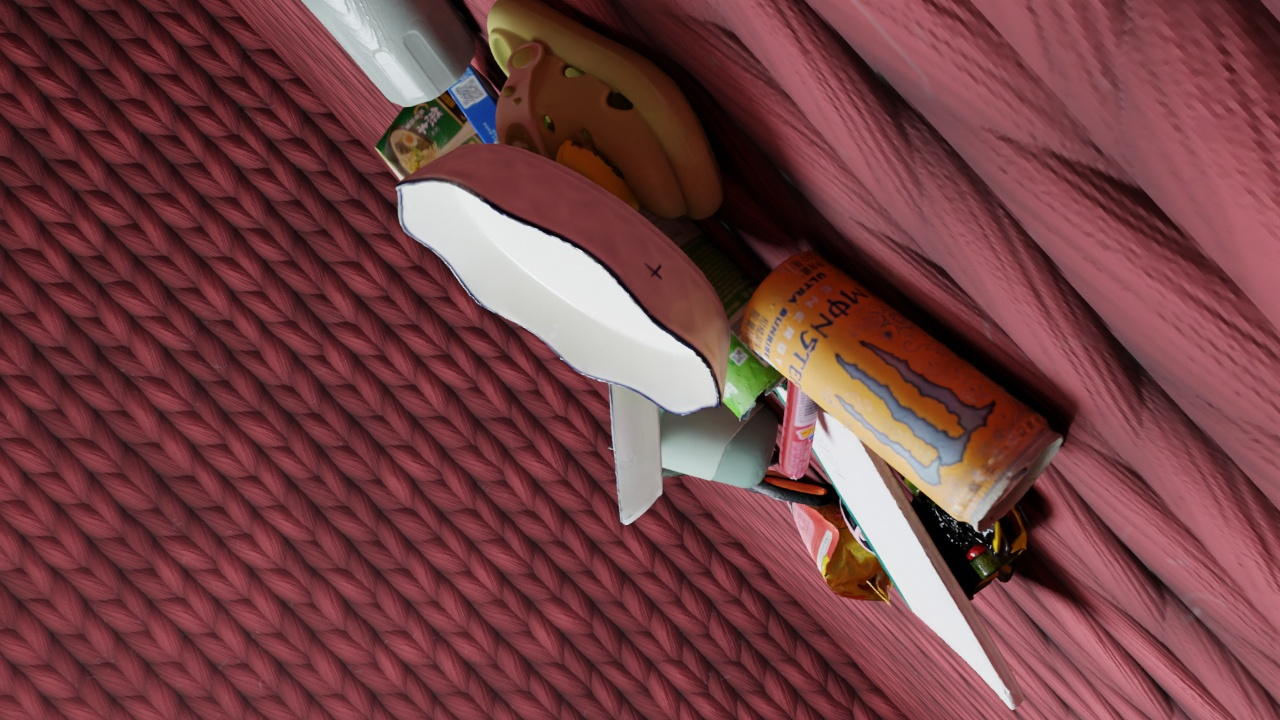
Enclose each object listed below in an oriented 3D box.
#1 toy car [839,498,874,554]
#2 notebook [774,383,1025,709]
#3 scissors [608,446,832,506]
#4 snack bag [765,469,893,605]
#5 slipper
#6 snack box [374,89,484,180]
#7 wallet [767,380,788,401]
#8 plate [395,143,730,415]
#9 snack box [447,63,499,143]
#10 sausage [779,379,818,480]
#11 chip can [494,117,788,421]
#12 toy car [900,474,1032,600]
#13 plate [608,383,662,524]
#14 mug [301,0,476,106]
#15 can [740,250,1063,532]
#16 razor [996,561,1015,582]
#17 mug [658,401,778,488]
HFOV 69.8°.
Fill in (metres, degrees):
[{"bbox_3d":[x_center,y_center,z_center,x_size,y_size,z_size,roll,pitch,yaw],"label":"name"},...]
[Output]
[{"bbox_3d":[0.174,0.114,0.720,0.122,0.037,0.056,52,-169,-34],"label":"toy car"},{"bbox_3d":[0.160,0.110,0.598,0.209,0.012,0.150,57,177,-12],"label":"notebook"},{"bbox_3d":[0.084,0.109,0.922,0.221,0.022,0.223,16,-167,10],"label":"scissors"},{"bbox_3d":[0.197,0.185,0.977,0.128,0.073,0.208,52,178,-10],"label":"snack bag"},{"bbox_3d":[-0.035,-0.123,0.486,0.190,0.081,0.091,45,177,34],"label":"slipper"},{"bbox_3d":[-0.169,-0.187,0.829,0.117,0.105,0.118,45,173,14],"label":"snack box"},{"bbox_3d":[0.108,0.014,0.671,0.096,0.020,0.122,48,175,19],"label":"wallet"},{"bbox_3d":[-0.037,-0.043,0.497,0.205,0.045,0.205,30,166,8],"label":"plate"},{"bbox_3d":[-0.094,-0.157,0.716,0.157,0.026,0.084,55,-174,-3],"label":"snack box"},{"bbox_3d":[0.095,0.015,0.531,0.020,0.020,0.156,41,146,39],"label":"sausage"},{"bbox_3d":[0.007,-0.067,0.586,0.236,0.072,0.072,45,174,7],"label":"chip can"},{"bbox_3d":[0.189,0.097,0.542,0.071,0.041,0.156,55,175,26],"label":"toy car"},{"bbox_3d":[-0.004,0.004,0.724,0.161,0.034,0.266,-89,-5,-64],"label":"plate"},{"bbox_3d":[-0.178,-0.256,0.647,0.103,0.084,0.123,52,-162,-50],"label":"mug"},{"bbox_3d":[0.115,0.010,0.425,0.146,0.058,0.058,43,173,29],"label":"can"},{"bbox_3d":[0.213,0.125,0.656,0.043,0.028,0.132,44,176,-10],"label":"razor"},{"bbox_3d":[0.069,0.058,0.858,0.106,0.111,0.082,15,140,-1],"label":"mug"}]
